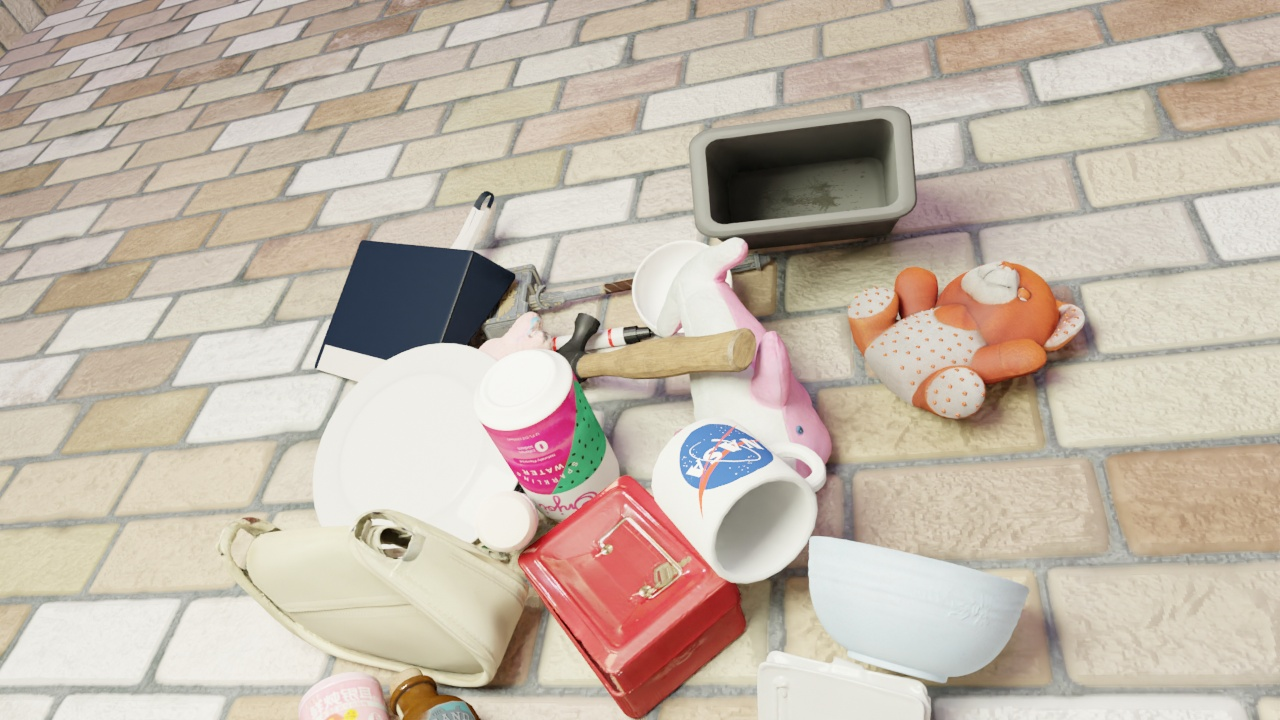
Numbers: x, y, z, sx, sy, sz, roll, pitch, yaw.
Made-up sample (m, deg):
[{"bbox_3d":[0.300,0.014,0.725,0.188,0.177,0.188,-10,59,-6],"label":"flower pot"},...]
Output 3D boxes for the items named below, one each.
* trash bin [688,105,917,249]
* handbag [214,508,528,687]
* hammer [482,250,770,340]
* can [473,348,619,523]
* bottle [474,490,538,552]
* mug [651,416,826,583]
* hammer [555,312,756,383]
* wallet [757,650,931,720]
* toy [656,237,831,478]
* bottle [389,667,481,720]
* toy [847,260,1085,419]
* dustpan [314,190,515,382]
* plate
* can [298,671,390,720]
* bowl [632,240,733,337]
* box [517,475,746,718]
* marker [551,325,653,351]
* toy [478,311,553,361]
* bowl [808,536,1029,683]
[{"bbox_3d":[0.160,-0.168,0.900,0.192,0.097,0.219,-5,2,12],"label":"trash bin"},{"bbox_3d":[-0.215,0.171,0.775,0.230,0.184,0.131,-13,39,33],"label":"handbag"},{"bbox_3d":[-0.016,-0.085,1.033,0.322,0.044,0.098,-10,45,10],"label":"hammer"},{"bbox_3d":[-0.078,0.071,0.812,0.088,0.166,0.088,-12,45,12],"label":"can"},{"bbox_3d":[-0.114,0.139,0.801,0.051,0.146,0.051,1,82,-5],"label":"bottle"},{"bbox_3d":[0.082,0.097,0.689,0.121,0.091,0.090,-22,32,-17],"label":"mug"},{"bbox_3d":[-0.005,0.005,0.838,0.306,0.040,0.132,-6,55,57],"label":"hammer"},{"bbox_3d":[0.137,0.245,0.627,0.116,0.086,0.032,9,16,24],"label":"wallet"},{"bbox_3d":[0.104,0.022,0.825,0.127,0.187,0.265,-2,60,-32],"label":"toy"},{"bbox_3d":[-0.147,0.296,0.694,0.067,0.068,0.157,-37,45,-15],"label":"bottle"},{"bbox_3d":[0.290,-0.031,0.813,0.172,0.093,0.163,-29,43,-8],"label":"toy"},{"bbox_3d":[-0.251,-0.090,1.091,0.237,0.080,0.273,11,80,43],"label":"dustpan"},{"bbox_3d":[-0.226,0.089,0.915,0.243,0.016,0.242,-9,62,16],"label":"plate"},{"bbox_3d":[-0.232,0.297,0.728,0.067,0.067,0.076,-29,45,-6],"label":"can"},{"bbox_3d":[0.047,-0.069,0.964,0.105,0.054,0.104,-3,73,10],"label":"bowl"},{"bbox_3d":[-0.008,0.180,0.736,0.129,0.087,0.158,-37,44,-13],"label":"box"},{"bbox_3d":[-0.050,-0.022,0.998,0.146,0.019,0.019,-8,45,15],"label":"marker"},{"bbox_3d":[-0.135,0.000,0.971,0.105,0.053,0.108,-49,36,14],"label":"toy"},{"bbox_3d":[0.183,0.176,0.633,0.151,0.150,0.074,8,75,28],"label":"bowl"}]
